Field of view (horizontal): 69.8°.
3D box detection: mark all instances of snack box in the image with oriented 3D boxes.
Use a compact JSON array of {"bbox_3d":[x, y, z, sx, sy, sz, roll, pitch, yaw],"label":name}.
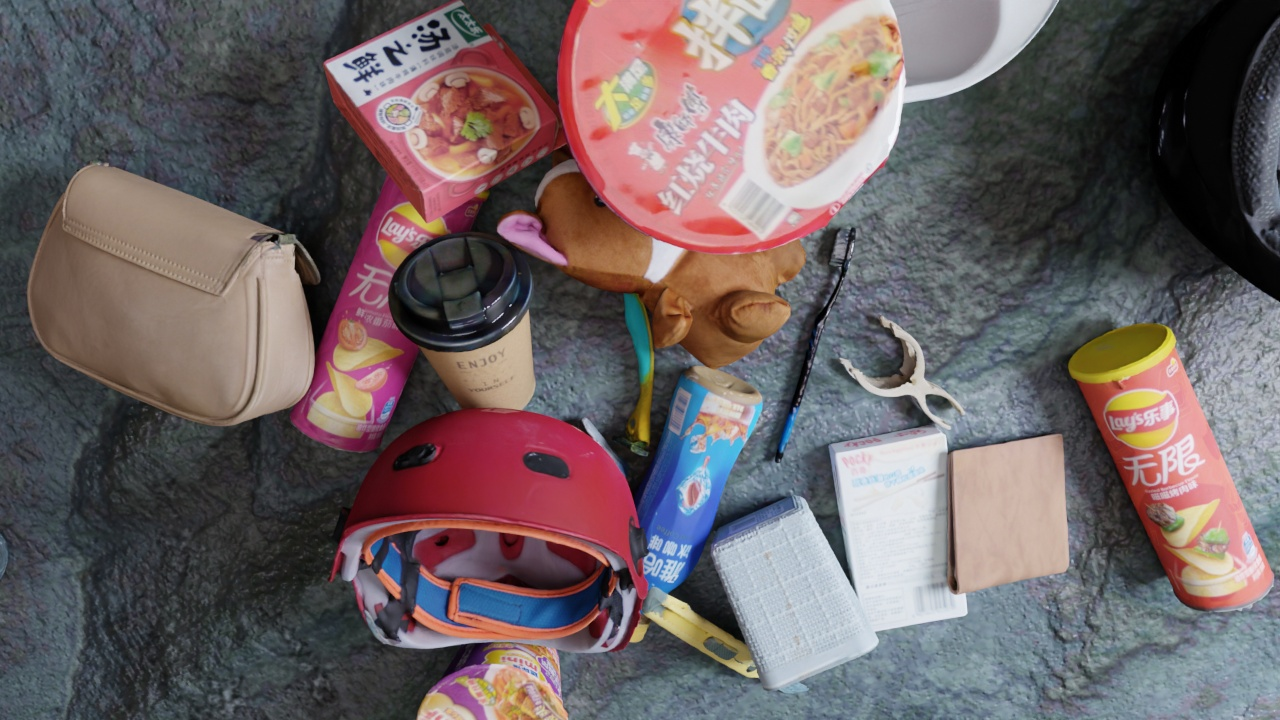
[{"bbox_3d":[0.203,0.133,0.719,0.085,0.027,0.157,-11,103,3],"label":"snack box"},{"bbox_3d":[-0.119,-0.169,0.597,0.127,0.044,0.113,-35,78,-19],"label":"snack box"}]

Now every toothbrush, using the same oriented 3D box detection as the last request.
[{"bbox_3d":[0.128,-0.010,0.694,0.016,0.014,0.190,15,104,-2],"label":"toothbrush"}]

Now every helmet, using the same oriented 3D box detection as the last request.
[{"bbox_3d":[0.457,-0.138,0.553,0.274,0.230,0.234,24,111,-15],"label":"helmet"},{"bbox_3d":[-0.097,0.103,0.632,0.207,0.143,0.240,2,144,0],"label":"helmet"}]

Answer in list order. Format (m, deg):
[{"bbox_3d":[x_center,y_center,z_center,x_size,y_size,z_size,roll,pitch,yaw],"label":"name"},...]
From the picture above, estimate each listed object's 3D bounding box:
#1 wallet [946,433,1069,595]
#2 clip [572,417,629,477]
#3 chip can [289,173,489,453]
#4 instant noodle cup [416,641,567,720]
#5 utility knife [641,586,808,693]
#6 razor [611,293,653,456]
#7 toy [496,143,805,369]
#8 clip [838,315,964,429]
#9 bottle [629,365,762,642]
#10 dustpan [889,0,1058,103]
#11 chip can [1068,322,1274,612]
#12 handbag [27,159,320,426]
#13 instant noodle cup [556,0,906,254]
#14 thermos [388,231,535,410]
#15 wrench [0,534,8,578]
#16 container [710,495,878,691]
[{"bbox_3d":[0.282,0.117,0.705,0.101,0.020,0.115,-6,99,-16],"label":"wallet"},{"bbox_3d":[-0.031,0.069,0.709,0.039,0.026,0.058,-37,97,16],"label":"clip"},{"bbox_3d":[-0.182,-0.040,0.659,0.071,0.071,0.211,25,102,-5],"label":"chip can"},{"bbox_3d":[-0.108,0.261,0.715,0.111,0.099,0.111,0,102,0],"label":"instant noodle cup"},{"bbox_3d":[0.068,0.225,0.723,0.031,0.020,0.196,-37,127,24],"label":"utility knife"},{"bbox_3d":[-0.004,0.004,0.690,0.028,0.043,0.132,-4,98,-18],"label":"razor"},{"bbox_3d":[0.012,-0.080,0.625,0.199,0.139,0.131,27,128,-2],"label":"toy"},{"bbox_3d":[0.205,0.003,0.686,0.103,0.035,0.092,15,104,-8],"label":"clip"},{"bbox_3d":[0.026,0.114,0.697,0.065,0.065,0.219,19,103,-4],"label":"bottle"},{"bbox_3d":[0.118,-0.258,0.551,0.257,0.143,0.223,-12,104,-22],"label":"dustpan"},{"bbox_3d":[0.395,0.082,0.684,0.073,0.073,0.216,-27,102,6],"label":"chip can"},{"bbox_3d":[-0.318,-0.044,0.640,0.204,0.099,0.148,22,108,13],"label":"handbag"},{"bbox_3d":[0.051,-0.158,0.537,0.194,0.065,0.194,1,98,4],"label":"instant noodle cup"},{"bbox_3d":[-0.112,-0.018,0.627,0.093,0.093,0.143,-4,146,1],"label":"thermos"},{"bbox_3d":[-0.628,0.213,0.750,0.273,0.016,0.056,-29,101,7],"label":"wrench"},{"bbox_3d":[0.111,0.169,0.690,0.090,0.090,0.111,-24,87,6],"label":"container"}]
